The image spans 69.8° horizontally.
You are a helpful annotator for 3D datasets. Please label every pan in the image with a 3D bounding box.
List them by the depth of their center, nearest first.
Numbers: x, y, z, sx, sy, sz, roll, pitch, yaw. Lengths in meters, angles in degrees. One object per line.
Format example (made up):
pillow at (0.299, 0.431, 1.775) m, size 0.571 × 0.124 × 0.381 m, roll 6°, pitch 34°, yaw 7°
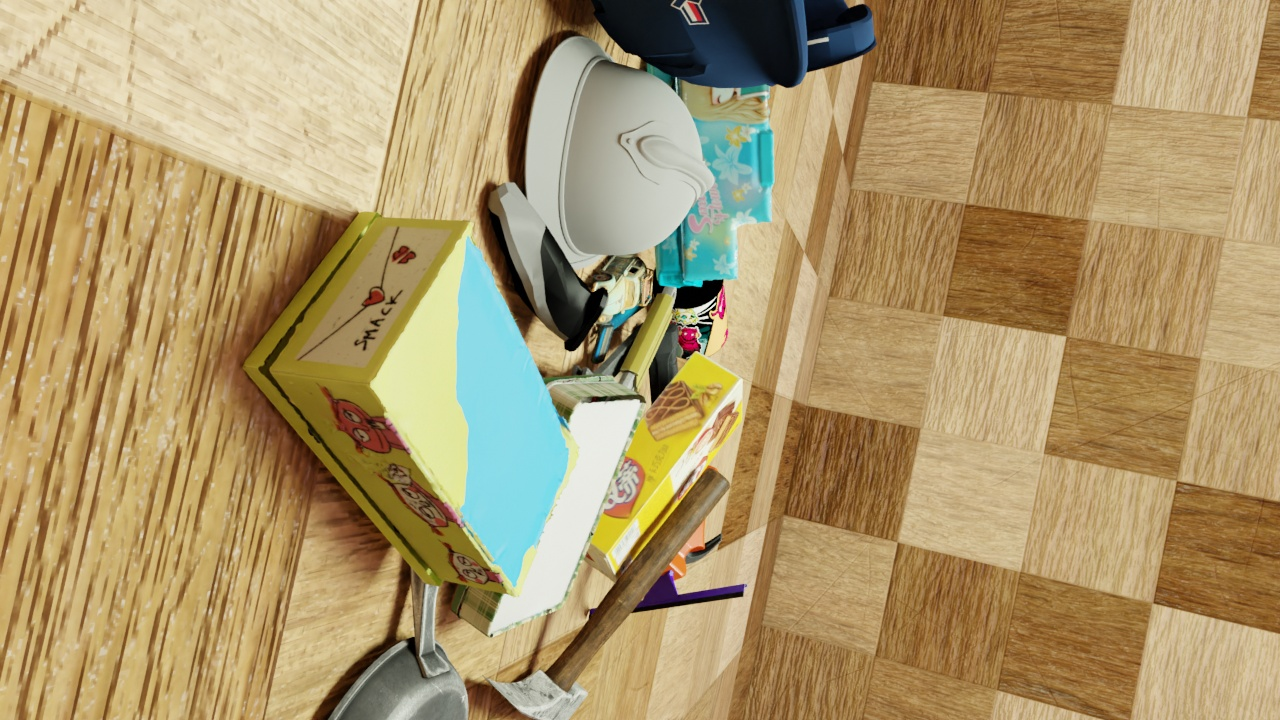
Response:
pan at (-0.155, 0.201, 0.630) m, size 0.187 × 0.055 × 0.356 m, roll 27°, pitch 80°, yaw -72°

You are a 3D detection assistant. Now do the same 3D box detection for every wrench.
wrench at (-0.031, 0.011, 0.867) m, size 0.272 × 0.018 × 0.073 m, roll -48°, pitch 150°, yaw -66°
wrench at (-0.005, 0.005, 0.895) m, size 0.272 × 0.018 × 0.084 m, roll -65°, pitch 165°, yaw -46°

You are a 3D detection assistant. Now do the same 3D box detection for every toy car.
toy car at (-0.014, -0.073, 0.887) m, size 0.111 × 0.047 × 0.047 m, roll -56°, pitch 154°, yaw -54°

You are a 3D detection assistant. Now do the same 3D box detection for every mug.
mug at (0.056, -0.076, 1.080) m, size 0.098 × 0.082 × 0.117 m, roll 77°, pitch 2°, yaw -53°

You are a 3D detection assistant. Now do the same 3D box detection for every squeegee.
squeegee at (0.045, 0.189, 1.016) m, size 0.055 × 0.250 × 0.184 m, roll 45°, pitch 49°, yaw -18°

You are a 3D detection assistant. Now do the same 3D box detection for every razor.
razor at (-0.074, -0.072, 0.692) m, size 0.156 × 0.060 × 0.057 m, roll 51°, pitch 38°, yaw -44°
razor at (-0.019, -0.042, 0.934) m, size 0.143 × 0.022 × 0.042 m, roll -48°, pitch 160°, yaw -60°

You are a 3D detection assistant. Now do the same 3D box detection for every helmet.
helmet at (0.061, -0.309, 0.660) m, size 0.272 × 0.223 × 0.232 m, roll -112°, pitch -172°, yaw -65°
helmet at (0.003, -0.159, 0.766) m, size 0.271 × 0.118 × 0.183 m, roll 10°, pitch 91°, yaw -75°

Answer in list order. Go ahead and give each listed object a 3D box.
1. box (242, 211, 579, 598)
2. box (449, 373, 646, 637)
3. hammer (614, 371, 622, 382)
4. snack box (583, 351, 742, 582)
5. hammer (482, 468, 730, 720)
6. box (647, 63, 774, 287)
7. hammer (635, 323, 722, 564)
box at (-0.116, 0.035, 0.539) m, size 0.221 × 0.081 × 0.124 m, roll 71°, pitch 33°, yaw -49°
box at (-0.072, 0.110, 0.723) m, size 0.117 × 0.049 × 0.206 m, roll -2°, pitch 115°, yaw -60°
hammer at (-0.065, 0.043, 0.854) m, size 0.330 × 0.031 × 0.119 m, roll -29°, pitch 129°, yaw -72°
snack box at (0.018, 0.111, 0.951) m, size 0.229 × 0.062 × 0.110 m, roll -51°, pitch 159°, yaw -19°
hammer at (-0.018, 0.214, 0.881) m, size 0.300 × 0.037 × 0.218 m, roll -50°, pitch 158°, yaw -12°
box at (0.077, -0.188, 0.902) m, size 0.097 × 0.121 × 0.227 m, roll -10°, pitch 98°, yaw -74°
hammer at (0.034, 0.109, 1.087) m, size 0.025 × 0.118 × 0.333 m, roll -73°, pitch 161°, yaw -61°
